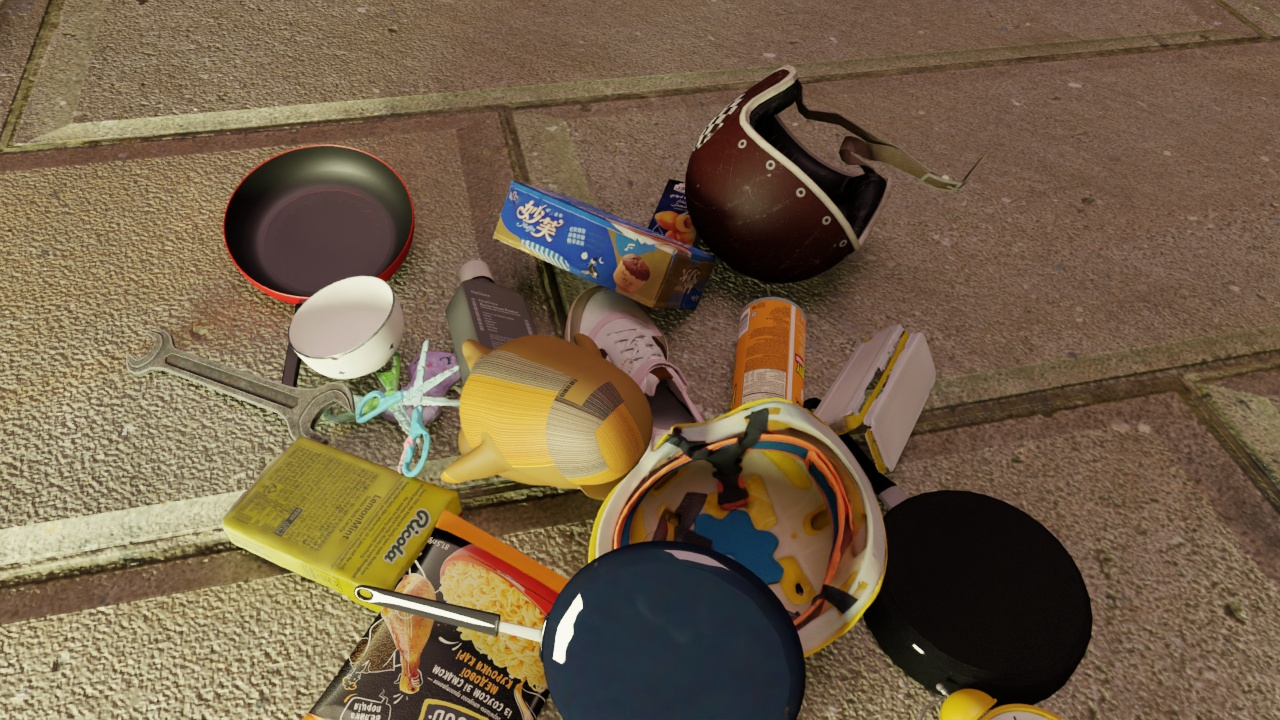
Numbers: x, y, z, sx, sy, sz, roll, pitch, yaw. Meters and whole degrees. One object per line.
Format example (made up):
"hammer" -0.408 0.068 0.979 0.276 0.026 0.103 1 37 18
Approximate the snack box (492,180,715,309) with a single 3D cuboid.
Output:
"snack box" -0.037 -0.126 1.024 0.203 0.069 0.154 25 10 18

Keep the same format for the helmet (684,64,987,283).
"helmet" 0.181 -0.209 1.053 0.253 0.233 0.234 -51 22 -6

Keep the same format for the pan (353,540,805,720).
"pan" -0.055 0.216 0.697 0.357 0.199 0.021 11 15 9

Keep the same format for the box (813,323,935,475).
"box" 0.236 0.036 0.945 0.080 0.079 0.208 -9 22 34

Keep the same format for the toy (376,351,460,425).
"toy" -0.228 0.025 0.950 0.080 0.036 0.099 5 47 15

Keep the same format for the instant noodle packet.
"instant noodle packet" -0.147 0.245 0.744 0.160 0.032 0.220 29 51 2

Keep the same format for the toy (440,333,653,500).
"toy" -0.069 0.055 0.826 0.204 0.162 0.198 8 47 50

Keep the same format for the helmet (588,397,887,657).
"helmet" 0.082 0.161 0.779 0.240 0.140 0.209 -24 66 0

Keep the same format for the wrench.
"wrench" -0.412 0.023 0.934 0.273 0.010 0.070 17 72 16

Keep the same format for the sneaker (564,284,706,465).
"sneaker" -0.006 0.005 0.927 0.111 0.117 0.293 -11 49 -14

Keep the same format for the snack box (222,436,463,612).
"snack box" -0.270 0.145 0.832 0.181 0.045 0.121 18 48 15

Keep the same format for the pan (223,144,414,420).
"pan" -0.365 -0.090 1.025 0.209 0.067 0.355 2 64 -6

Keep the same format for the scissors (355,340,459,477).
"scissors" -0.225 0.046 0.869 0.136 0.015 0.135 -8 61 30

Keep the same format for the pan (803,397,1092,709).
"pan" 0.263 0.153 0.862 0.203 0.044 0.355 -20 53 -21

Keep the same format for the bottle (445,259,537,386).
"bottle" -0.162 -0.041 0.987 0.083 0.046 0.173 12 38 -36

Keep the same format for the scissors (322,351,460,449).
"scissors" -0.244 0.033 0.915 0.171 0.028 0.138 6 52 23

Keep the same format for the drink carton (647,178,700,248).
"drink carton" 0.047 -0.171 1.144 0.064 0.040 0.129 14 48 8

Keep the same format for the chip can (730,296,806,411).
"chip can" 0.130 0.035 0.938 0.075 0.075 0.214 8 48 3

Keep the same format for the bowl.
"bowl" -0.291 -0.026 0.932 0.113 0.063 0.113 -9 47 10

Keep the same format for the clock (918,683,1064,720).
"clock" 0.286 0.319 0.707 0.152 0.052 0.113 22 50 10
